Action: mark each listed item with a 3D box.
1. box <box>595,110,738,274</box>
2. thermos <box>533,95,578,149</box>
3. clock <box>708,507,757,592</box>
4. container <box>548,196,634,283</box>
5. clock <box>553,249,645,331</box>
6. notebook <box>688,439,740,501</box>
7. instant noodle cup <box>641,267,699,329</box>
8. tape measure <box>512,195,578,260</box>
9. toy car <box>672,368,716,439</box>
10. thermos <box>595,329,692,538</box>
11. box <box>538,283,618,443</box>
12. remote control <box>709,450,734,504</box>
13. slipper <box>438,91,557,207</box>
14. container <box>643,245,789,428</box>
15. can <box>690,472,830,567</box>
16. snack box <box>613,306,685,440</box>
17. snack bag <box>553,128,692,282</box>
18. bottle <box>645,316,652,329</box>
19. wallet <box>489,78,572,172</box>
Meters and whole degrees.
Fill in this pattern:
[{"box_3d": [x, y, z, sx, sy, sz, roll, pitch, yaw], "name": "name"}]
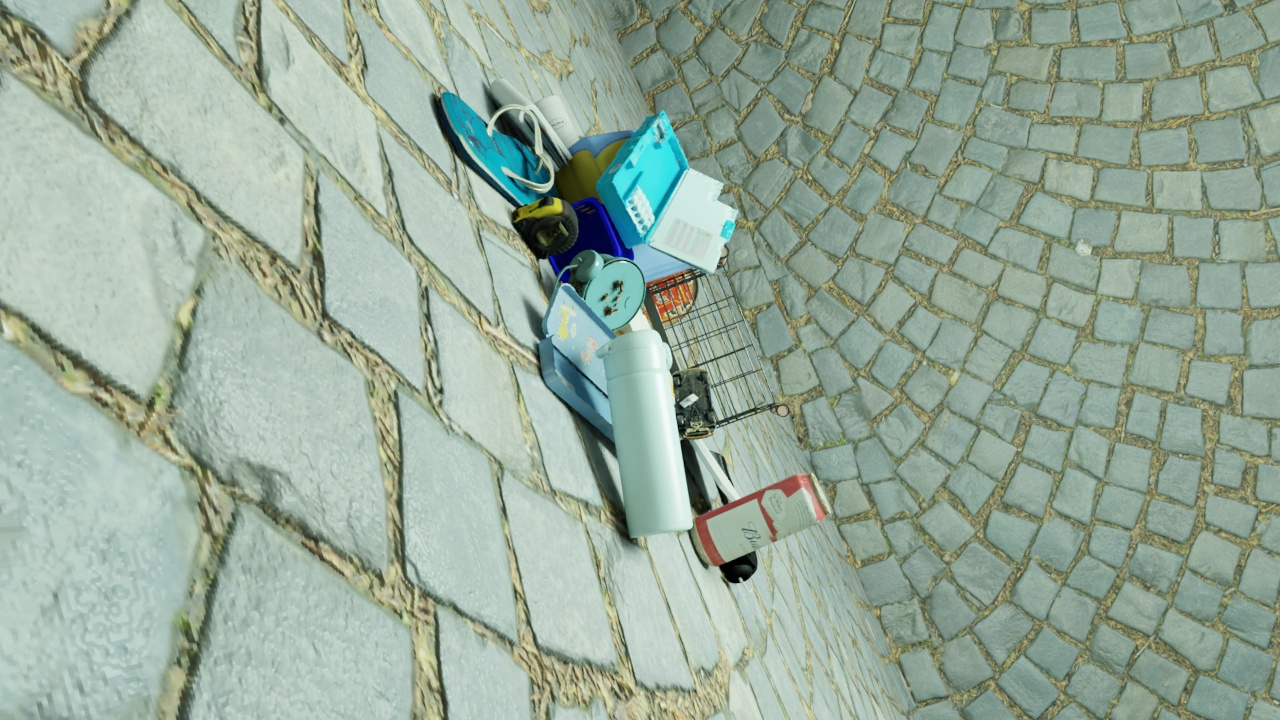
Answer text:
[{"box_3d": [0.037, -0.209, 1.176, 0.182, 0.072, 0.226, 43, 38, -14], "name": "box"}, {"box_3d": [-0.095, -0.273, 1.339, 0.224, 0.052, 0.052, 65, 12, 0], "name": "thermos"}, {"box_3d": [0.127, 0.258, 1.249, 0.120, 0.043, 0.091, 67, 12, 10], "name": "clock"}, {"box_3d": [-0.064, -0.145, 1.141, 0.113, 0.084, 0.085, -23, 89, -79], "name": "container"}, {"box_3d": [-0.051, -0.080, 1.043, 0.124, 0.090, 0.053, 7, 16, -43], "name": "clock"}, {"box_3d": [0.093, 0.136, 1.313, 0.142, 0.009, 0.209, 51, 4, -47], "name": "notebook"}, {"box_3d": [0.014, -0.130, 1.401, 0.124, 0.124, 0.121, 57, 5, -33], "name": "instant noodle cup"}, {"box_3d": [-0.101, -0.149, 1.035, 0.067, 0.063, 0.038, 57, 15, -38], "name": "tape measure"}, {"box_3d": [0.063, 0.060, 1.087, 0.111, 0.047, 0.047, -93, 178, -45], "name": "toy car"}, {"box_3d": [0.006, 0.072, 0.930, 0.065, 0.077, 0.206, 148, -64, -65], "name": "thermos"}, {"box_3d": [-0.042, 0.020, 0.981, 0.209, 0.034, 0.127, 46, 35, -47], "name": "box"}, {"box_3d": [0.142, 0.213, 1.458, 0.047, 0.022, 0.150, 45, 23, -60], "name": "remote control"}, {"box_3d": [-0.139, -0.234, 1.059, 0.294, 0.060, 0.118, 21, 49, -74], "name": "slipper"}, {"box_3d": [0.098, -0.018, 1.265, 0.163, 0.130, 0.241, 18, 51, -87], "name": "container"}, {"box_3d": [0.149, 0.199, 1.151, 0.067, 0.170, 0.067, 60, 12, -21], "name": "can"}, {"box_3d": [-0.007, 0.007, 1.143, 0.207, 0.057, 0.104, 67, 13, 10], "name": "snack box"}, {"box_3d": [-0.010, -0.209, 1.274, 0.158, 0.103, 0.205, -23, 87, -47], "name": "snack bag"}, {"box_3d": [-0.020, -0.072, 1.285, 0.111, 0.043, 0.043, 61, 12, -21], "name": "bottle"}, {"box_3d": [-0.133, -0.295, 1.178, 0.115, 0.037, 0.118, 47, -2, 39], "name": "wallet"}]
